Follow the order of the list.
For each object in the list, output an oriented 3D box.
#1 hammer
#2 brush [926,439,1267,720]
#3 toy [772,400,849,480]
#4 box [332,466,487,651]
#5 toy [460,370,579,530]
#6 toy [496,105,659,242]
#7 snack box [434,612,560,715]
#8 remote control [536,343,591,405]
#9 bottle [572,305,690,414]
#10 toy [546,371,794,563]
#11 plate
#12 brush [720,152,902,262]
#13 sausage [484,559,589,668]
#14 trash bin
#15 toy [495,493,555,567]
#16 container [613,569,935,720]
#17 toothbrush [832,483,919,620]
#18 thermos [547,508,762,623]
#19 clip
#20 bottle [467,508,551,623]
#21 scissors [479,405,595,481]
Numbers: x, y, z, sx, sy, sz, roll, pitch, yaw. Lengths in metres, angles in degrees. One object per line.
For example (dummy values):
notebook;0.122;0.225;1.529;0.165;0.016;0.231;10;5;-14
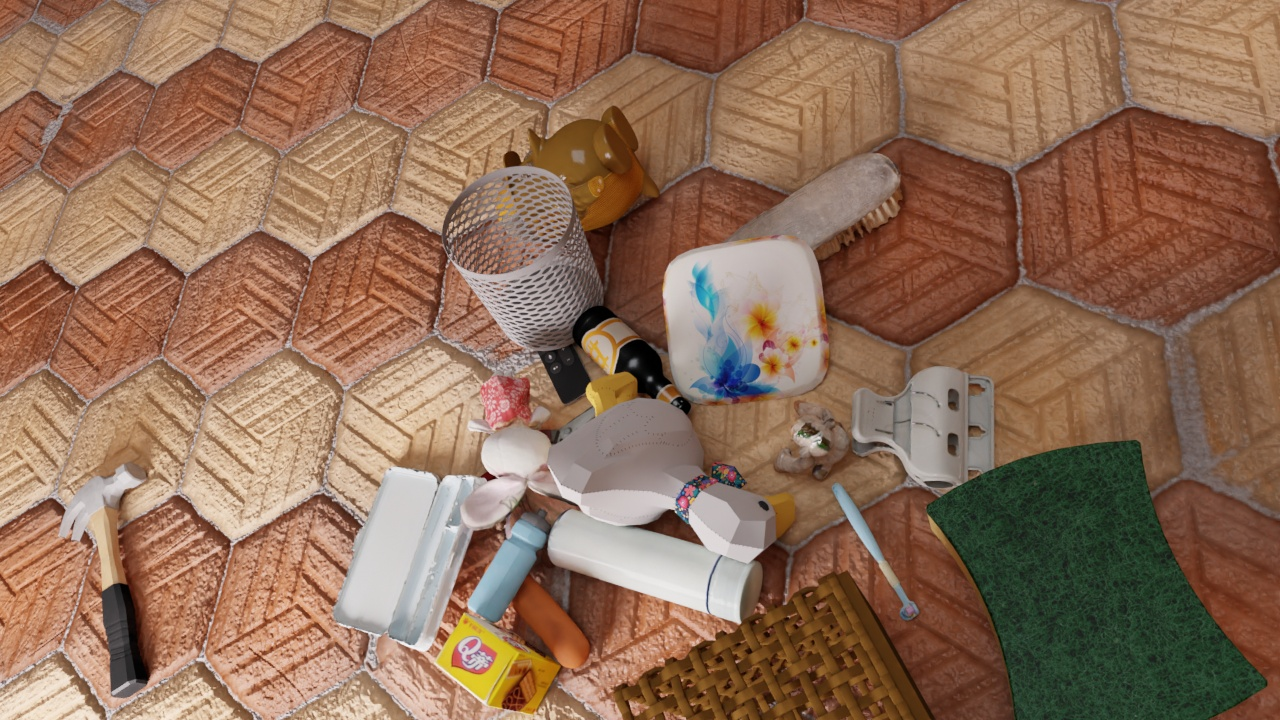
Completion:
hammer;-0.719;0.299;1.252;0.131;0.039;0.328;-33;58;5
brush;0.391;0.211;0.819;0.195;0.075;0.249;-20;59;12
toy;0.176;0.087;0.956;0.074;0.106;0.085;32;88;10
box;-0.274;0.232;1.102;0.193;0.061;0.209;-4;62;41
toy;-0.147;0.096;1.073;0.159;0.084;0.194;-14;63;-13
toy;-0.101;-0.235;1.201;0.204;0.162;0.198;-25;27;22
snack box;-0.150;0.321;0.967;0.084;0.106;0.061;25;76;30
remote control;-0.105;-0.008;1.169;0.045;0.008;0.146;-32;58;5
bottle;-0.006;0.006;1.091;0.059;0.059;0.181;-45;58;-4
toy;0.016;0.121;0.959;0.267;0.246;0.141;40;118;46
plate;0.116;-0.046;1.050;0.187;0.016;0.187;-7;86;19
brush;0.188;-0.151;1.091;0.271;0.056;0.083;-34;62;5
sausage;-0.115;0.274;1.013;0.039;0.045;0.164;-27;50;-35
trash bin;-0.134;-0.116;1.120;0.156;0.183;0.156;-6;59;11
toy;-0.138;0.198;1.063;0.054;0.042;0.101;-21;48;-14
container;0.151;0.353;0.762;0.214;0.219;0.251;-30;58;6
toothbrush;0.235;0.190;0.929;0.022;0.016;0.155;-54;49;37
thermos;0.013;0.216;0.976;0.230;0.068;0.067;10;70;27
clip;0.290;0.067;0.946;0.144;0.074;0.124;4;64;13
bottle;-0.139;0.220;1.000;0.040;0.040;0.130;23;74;29
scissors;-0.117;0.104;1.116;0.146;0.015;0.187;16;71;28
